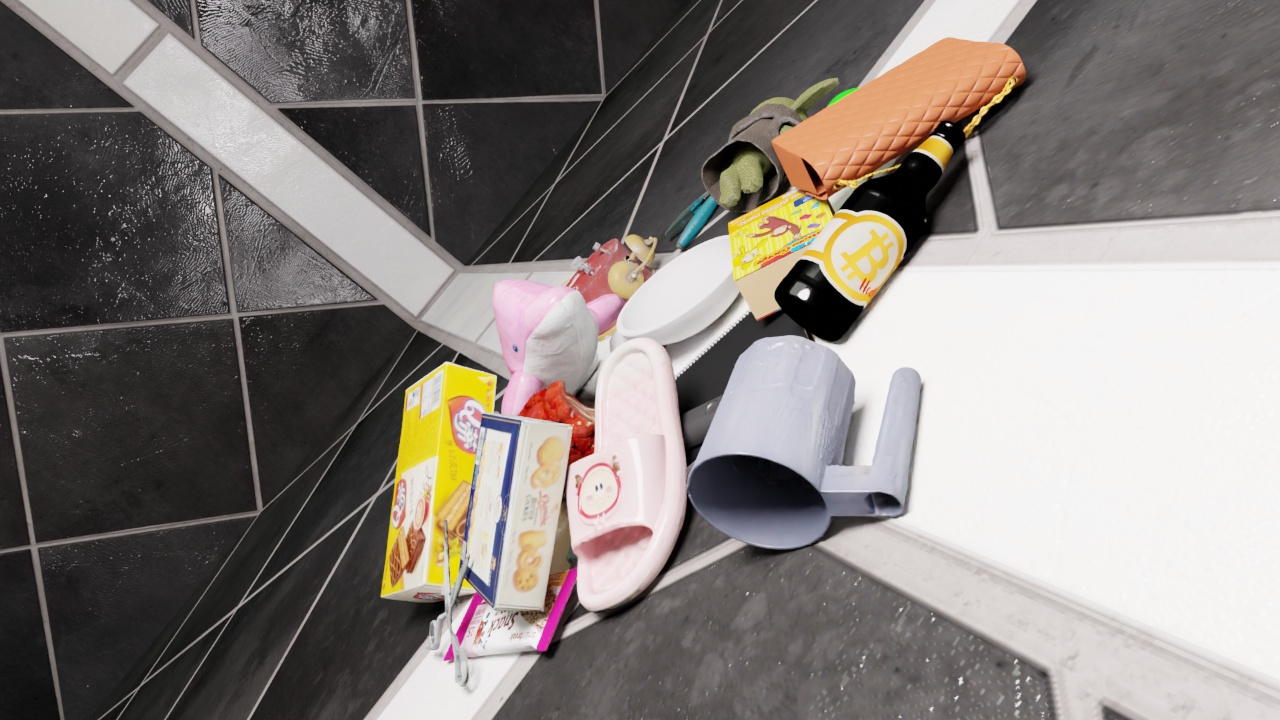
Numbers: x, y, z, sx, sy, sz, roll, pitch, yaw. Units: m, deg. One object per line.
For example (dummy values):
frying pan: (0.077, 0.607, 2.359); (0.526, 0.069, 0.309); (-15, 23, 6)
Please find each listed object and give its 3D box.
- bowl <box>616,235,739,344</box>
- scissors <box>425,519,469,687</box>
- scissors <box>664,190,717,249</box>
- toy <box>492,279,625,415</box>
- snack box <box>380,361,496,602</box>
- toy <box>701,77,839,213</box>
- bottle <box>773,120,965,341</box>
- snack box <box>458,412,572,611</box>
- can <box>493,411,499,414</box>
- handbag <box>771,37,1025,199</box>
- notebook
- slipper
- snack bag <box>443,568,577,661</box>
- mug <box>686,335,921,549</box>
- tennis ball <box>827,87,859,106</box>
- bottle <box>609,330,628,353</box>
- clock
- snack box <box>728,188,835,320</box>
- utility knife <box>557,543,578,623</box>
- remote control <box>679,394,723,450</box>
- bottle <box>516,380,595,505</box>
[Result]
bowl: (0.048, -0.059, 0.893); (0.150, 0.043, 0.149); (-33, 22, 14)
scissors: (-0.167, 0.220, 0.795); (0.176, 0.014, 0.141); (117, 144, -42)
scissors: (0.079, -0.188, 1.129); (0.155, 0.019, 0.124); (-36, 23, 38)
toy: (-0.107, -0.018, 0.953); (0.186, 0.128, 0.266); (-45, -15, -23)
snack box: (-0.209, 0.128, 0.953); (0.110, 0.061, 0.229); (-27, 54, 48)
toy: (0.130, -0.223, 0.985); (0.180, 0.078, 0.152); (-27, 21, 50)
bottle: (0.175, -0.100, 0.670); (0.181, 0.059, 0.059); (-51, 18, -5)
snack box: (-0.106, 0.118, 0.749); (0.145, 0.042, 0.144); (180, 99, -67)
can: (-0.185, 0.125, 1.061); (0.130, 0.044, 0.129); (-47, 19, 21)
handbag: (0.207, -0.189, 0.739); (0.172, 0.060, 0.108); (-30, 21, 2)
notebook: (0.055, 0.033, 0.753); (0.207, 0.016, 0.148); (-43, 20, 19)
slipper: (-0.013, 0.078, 0.695); (0.107, 0.055, 0.221); (-27, 47, 41)
snack bag: (-0.113, 0.215, 0.768); (0.197, 0.016, 0.070); (-28, 33, 52)
mug: (0.100, 0.046, 0.544); (0.124, 0.084, 0.103); (-6, 39, 30)
tennis ball: (0.197, -0.213, 0.831); (0.065, 0.065, 0.065); (-43, 19, 19)
bottle: (-0.005, 0.005, 0.901); (0.044, 0.044, 0.136); (-45, 19, 12)
clock: (-0.038, -0.102, 1.129); (0.159, 0.081, 0.116); (-34, 24, 39)
snack box: (0.124, -0.096, 0.771); (0.088, 0.040, 0.125); (-26, 25, 17)
utility knife: (-0.052, 0.150, 0.769); (0.022, 0.015, 0.165); (-42, 21, 40)
remote control: (0.056, 0.041, 0.690); (0.147, 0.015, 0.033); (-30, 28, 44)
bottle: (-0.076, 0.077, 0.861); (0.111, 0.099, 0.099); (-59, 16, 14)
